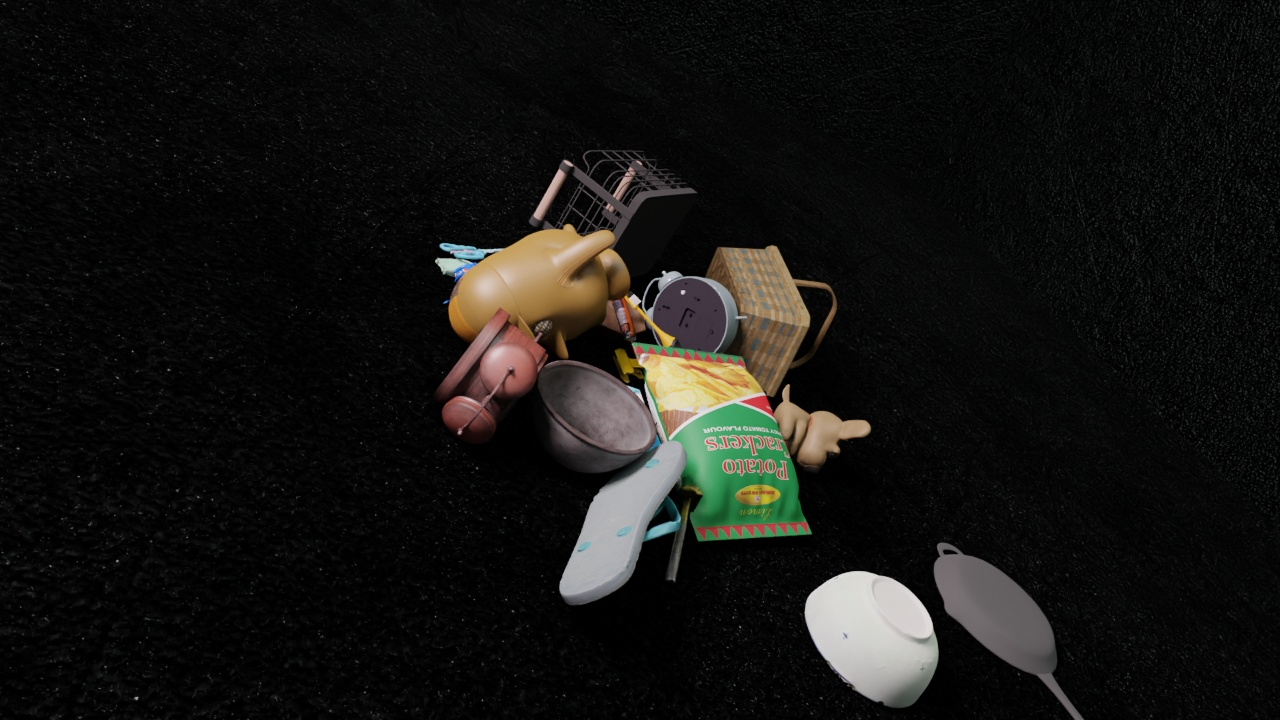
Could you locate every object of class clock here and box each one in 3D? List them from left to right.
[{"bbox_3d":[-0.154,0.018,0.937,0.072,0.121,0.157,37,18,-9],"label":"clock"},{"bbox_3d":[0.069,-0.064,1.318,0.159,0.123,0.045,31,19,27],"label":"clock"}]

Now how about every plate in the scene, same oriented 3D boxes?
[{"bbox_3d":[-0.053,-0.069,1.293,0.131,0.025,0.131,26,28,-15],"label":"plate"}]

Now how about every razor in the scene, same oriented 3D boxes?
[{"bbox_3d":[0.040,0.183,0.950,0.026,0.043,0.105,19,51,-4],"label":"razor"}]

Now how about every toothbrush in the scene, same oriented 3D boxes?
[{"bbox_3d":[0.045,-0.020,1.280,0.196,0.031,0.031,48,31,0],"label":"toothbrush"}]

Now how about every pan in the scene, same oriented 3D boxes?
[{"bbox_3d":[0.501,0.368,1.178,0.216,0.024,0.354,11,34,-37],"label":"pan"}]

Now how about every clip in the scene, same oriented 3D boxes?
[{"bbox_3d":[-0.007,0.003,1.213,0.047,0.039,0.053,10,33,-26],"label":"clip"}]

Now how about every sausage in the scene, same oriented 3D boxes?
[{"bbox_3d":[-0.027,-0.069,1.268,0.020,0.020,0.155,19,30,-26],"label":"sausage"}]

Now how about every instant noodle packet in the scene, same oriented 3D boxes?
[{"bbox_3d":[0.099,0.095,1.103,0.195,0.091,0.252,6,55,-41],"label":"instant noodle packet"}]

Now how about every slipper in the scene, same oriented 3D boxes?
[{"bbox_3d":[-0.012,0.165,0.900,0.055,0.098,0.268,64,25,-14],"label":"slipper"}]

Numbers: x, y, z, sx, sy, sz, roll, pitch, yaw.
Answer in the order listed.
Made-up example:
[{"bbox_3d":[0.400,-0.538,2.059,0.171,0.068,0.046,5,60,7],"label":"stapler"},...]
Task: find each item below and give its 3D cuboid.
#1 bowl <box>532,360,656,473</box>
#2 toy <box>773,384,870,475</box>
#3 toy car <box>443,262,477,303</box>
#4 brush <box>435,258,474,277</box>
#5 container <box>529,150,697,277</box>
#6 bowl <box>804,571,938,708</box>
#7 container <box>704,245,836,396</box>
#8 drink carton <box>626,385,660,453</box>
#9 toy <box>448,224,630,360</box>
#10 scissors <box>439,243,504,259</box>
[{"bbox_3d":[-0.061,0.072,1.002,0.145,0.067,0.144,26,28,-15],"label":"bowl"},{"bbox_3d":[0.228,0.099,1.256,0.108,0.134,0.105,25,70,-17],"label":"toy"},{"bbox_3d":[-0.208,-0.087,1.158,0.092,0.033,0.061,20,62,-42],"label":"toy car"},{"bbox_3d":[-0.180,-0.113,1.245,0.217,0.012,0.033,6,37,-46],"label":"brush"},{"bbox_3d":[-0.038,-0.227,1.413,0.130,0.163,0.240,40,26,13],"label":"container"},{"bbox_3d":[0.261,0.288,0.992,0.153,0.073,0.153,27,28,-16],"label":"bowl"},{"bbox_3d":[0.204,-0.065,1.434,0.186,0.158,0.249,13,32,-15],"label":"container"},{"bbox_3d":[-0.007,0.082,1.073,0.038,0.044,0.128,16,32,-31],"label":"drink carton"},{"bbox_3d":[-0.128,-0.072,1.096,0.202,0.199,0.162,-22,75,-37],"label":"toy"},{"bbox_3d":[-0.221,-0.149,1.255,0.063,0.015,0.138,18,11,20],"label":"scissors"}]
